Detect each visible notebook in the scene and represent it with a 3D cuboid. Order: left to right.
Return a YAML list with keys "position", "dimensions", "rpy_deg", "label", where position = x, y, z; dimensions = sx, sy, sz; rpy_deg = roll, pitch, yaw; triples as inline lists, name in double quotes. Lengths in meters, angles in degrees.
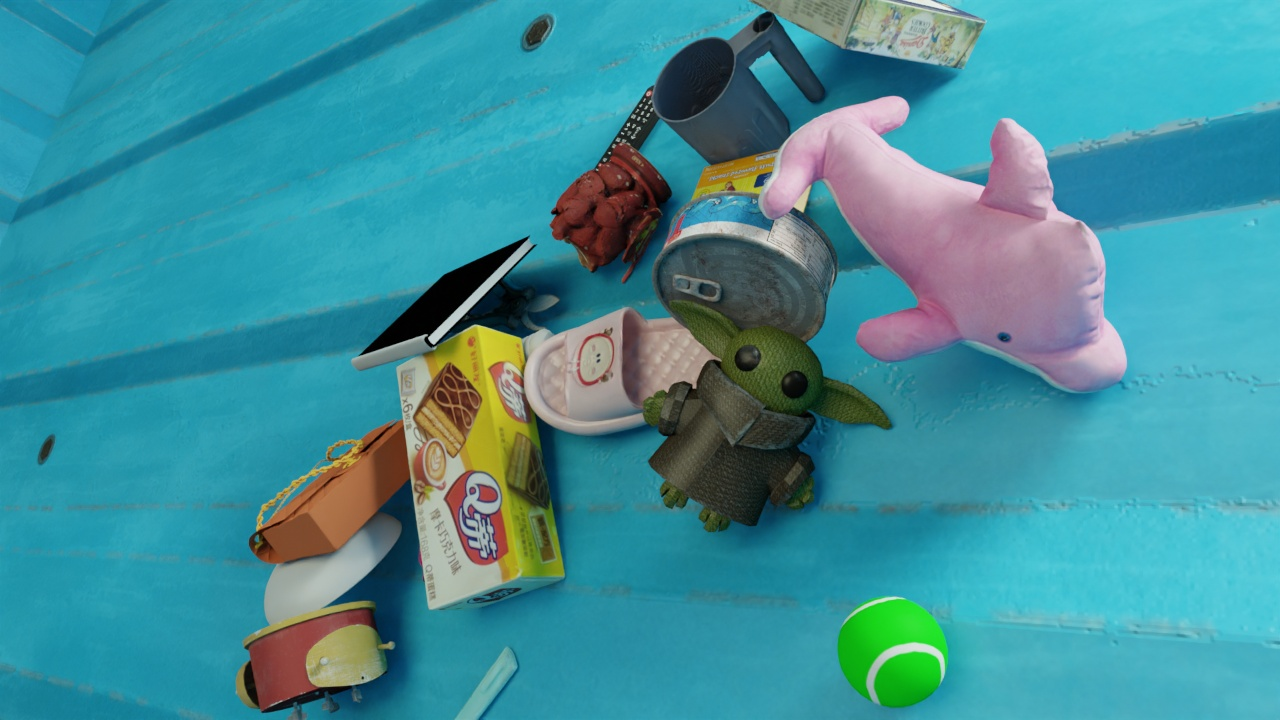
- position: [-0.200, -0.053, 0.912]
  dimensions: [0.207, 0.016, 0.148]
  rpy_deg: [-10, 35, 55]
  label: "notebook"

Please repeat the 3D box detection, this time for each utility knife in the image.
- position: [-0.157, 0.315, 0.776]
  dimensions: [0.165, 0.015, 0.022]
  rpy_deg: [-54, 46, 1]
  label: "utility knife"

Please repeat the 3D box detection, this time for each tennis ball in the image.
- position: [0.154, 0.178, 0.563]
  dimensions: [0.065, 0.065, 0.065]
  rpy_deg: [-18, 58, 31]
  label: "tennis ball"

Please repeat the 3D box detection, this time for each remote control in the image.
- position: [-0.013, -0.219, 0.934]
  dimensions: [0.033, 0.015, 0.147]
  rpy_deg: [35, 92, 44]
  label: "remote control"

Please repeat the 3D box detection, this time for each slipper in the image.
- position: [-0.005, 0.005, 0.778]
  dimensions: [0.222, 0.055, 0.106]
  rpy_deg: [-9, 62, 25]
  label: "slipper"

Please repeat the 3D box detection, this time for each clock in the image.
- position: [-0.302, 0.285, 0.840]
  dimensions: [0.159, 0.117, 0.081]
  rpy_deg: [-31, 69, 32]
  label: "clock"

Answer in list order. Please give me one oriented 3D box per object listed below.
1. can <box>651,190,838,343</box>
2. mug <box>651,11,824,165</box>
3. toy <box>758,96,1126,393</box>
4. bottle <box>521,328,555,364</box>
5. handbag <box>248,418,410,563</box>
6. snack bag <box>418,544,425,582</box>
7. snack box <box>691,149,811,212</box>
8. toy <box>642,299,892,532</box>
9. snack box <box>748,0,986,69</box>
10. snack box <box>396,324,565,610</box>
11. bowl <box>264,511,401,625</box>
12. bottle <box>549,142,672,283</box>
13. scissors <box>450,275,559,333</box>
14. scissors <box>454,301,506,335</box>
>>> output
- position: [0.076, -0.062, 0.677]
  dimensions: [0.130, 0.130, 0.044]
  rpy_deg: [-5, 49, 37]
  label: "can"
- position: [0.088, -0.227, 0.796]
  dimensions: [0.124, 0.104, 0.083]
  rpy_deg: [-35, 50, 19]
  label: "mug"
- position: [0.207, -0.090, 0.583]
  dimensions: [0.186, 0.128, 0.265]
  rpy_deg: [-37, 67, -23]
  label: "toy"
- position: [-0.133, 0.012, 0.893]
  dimensions: [0.136, 0.044, 0.044]
  rpy_deg: [-23, 55, 28]
  label: "bottle"
- position: [-0.291, 0.118, 0.893]
  dimensions: [0.109, 0.060, 0.171]
  rpy_deg: [-21, 18, 33]
  label: "handbag"
- position: [-0.196, 0.124, 0.875]
  dimensions: [0.016, 0.070, 0.196]
  rpy_deg: [-5, 60, -1]
  label: "snack bag"
- position: [0.082, -0.112, 0.764]
  dimensions: [0.088, 0.040, 0.125]
  rpy_deg: [-5, 50, 37]
  label: "snack box"
- position: [0.073, 0.048, 0.667]
  dimensions: [0.179, 0.078, 0.153]
  rpy_deg: [30, 98, 9]
  label: "toy"
- position: [0.172, -0.282, 0.731]
  dimensions: [0.144, 0.144, 0.043]
  rpy_deg: [48, 131, 43]
  label: "snack box"
- position: [-0.145, 0.095, 0.817]
  dimensions: [0.110, 0.061, 0.230]
  rpy_deg: [-24, 67, 28]
  label: "snack box"
- position: [-0.306, 0.188, 0.887]
  dimensions: [0.150, 0.043, 0.149]
  rpy_deg: [-29, 16, 9]
  label: "bowl"
- position: [-0.027, -0.136, 0.858]
  dimensions: [0.111, 0.099, 0.099]
  rpy_deg: [-45, 47, -2]
  label: "bottle"
- position: [-0.146, -0.053, 0.938]
  dimensions: [0.124, 0.019, 0.155]
  rpy_deg: [-40, 44, 8]
  label: "scissors"
- position: [-0.177, -0.048, 0.979]
  dimensions: [0.175, 0.014, 0.141]
  rpy_deg: [-17, 56, 29]
  label: "scissors"
